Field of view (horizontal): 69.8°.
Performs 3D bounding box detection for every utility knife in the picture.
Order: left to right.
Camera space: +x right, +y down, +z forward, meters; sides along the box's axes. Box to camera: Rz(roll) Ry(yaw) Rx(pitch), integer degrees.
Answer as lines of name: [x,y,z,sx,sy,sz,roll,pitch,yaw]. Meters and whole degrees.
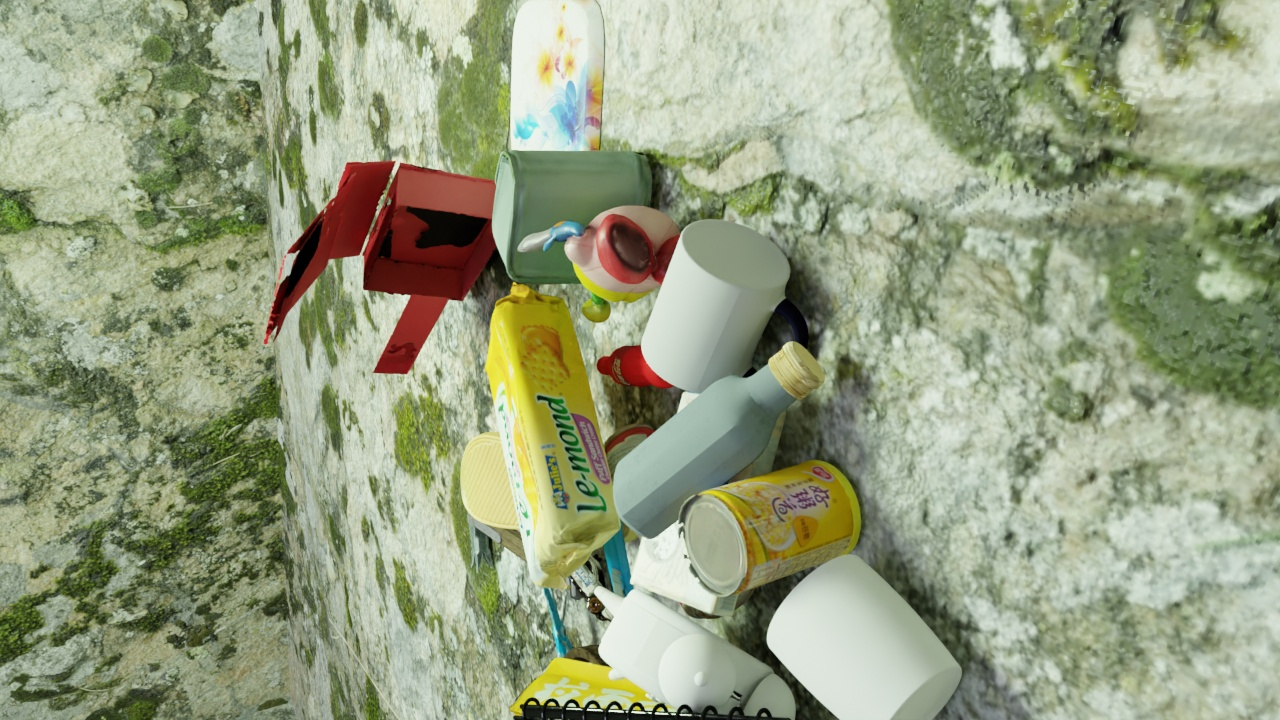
utility knife: [-0.015,0.206,0.839,0.031,0.015,0.209,15,126,45]

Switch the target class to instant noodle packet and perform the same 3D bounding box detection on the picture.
instant noodle packet: [-0.012,0.378,0.786,0.163,0.084,0.222,4,112,22]

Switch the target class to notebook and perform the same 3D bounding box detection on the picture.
notebook: [0.034,0.299,0.644,0.232,0.019,0.169,-14,119,37]

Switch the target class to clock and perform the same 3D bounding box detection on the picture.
clock: [0.031,0.233,0.683,0.072,0.125,0.161,-59,27,-12]

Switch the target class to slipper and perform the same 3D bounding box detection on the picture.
slipper: [-0.082,0.122,0.921,0.264,0.078,0.099,5,103,42]

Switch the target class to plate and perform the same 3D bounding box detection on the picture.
plate: [-0.089,-0.262,0.902,0.187,0.016,0.187,31,123,54]

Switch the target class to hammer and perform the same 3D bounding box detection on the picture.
hammer: [-0.141,0.217,1.085,0.317,0.028,0.147,10,106,59]

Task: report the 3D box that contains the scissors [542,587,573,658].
scissors: [-0.080,0.290,0.968,0.090,0.014,0.141,26,-133,-71]

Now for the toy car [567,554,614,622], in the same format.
toy car: [-0.050,0.216,0.911,0.113,0.040,0.048,48,172,25]

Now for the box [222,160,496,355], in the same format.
box: [-0.313,-0.127,1.028,0.212,0.314,0.124,-41,72,54]

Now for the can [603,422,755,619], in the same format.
can: [0.027,0.125,0.737,0.170,0.067,0.067,53,139,41]

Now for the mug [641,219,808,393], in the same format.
mug: [0.064,-0.028,0.643,0.112,0.078,0.097,35,131,17]

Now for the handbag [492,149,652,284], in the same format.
handbag: [-0.059,-0.126,0.774,0.067,0.121,0.106,-118,32,-47]

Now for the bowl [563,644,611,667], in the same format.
bowl: [-0.023,0.327,0.876,0.121,0.056,0.121,18,112,53]

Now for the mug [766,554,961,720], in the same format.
mug: [0.139,0.187,0.563,0.087,0.080,0.114,43,163,40]

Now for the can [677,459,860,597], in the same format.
can: [0.085,0.107,0.594,0.068,0.104,0.068,20,114,53]

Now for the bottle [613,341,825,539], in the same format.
bottle: [0.052,0.049,0.616,0.161,0.046,0.072,-41,20,22]

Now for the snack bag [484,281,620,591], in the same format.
snack bag: [-0.079,0.063,0.784,0.160,0.068,0.247,116,141,-65]

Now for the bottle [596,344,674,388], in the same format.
bottle: [-0.005,0.005,0.796,0.119,0.036,0.036,0,96,60]

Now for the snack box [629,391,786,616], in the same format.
snack box: [0.048,0.100,0.661,0.082,0.026,0.150,8,78,46]

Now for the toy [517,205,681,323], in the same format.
toy: [-0.022,-0.073,0.721,0.131,0.124,0.097,15,105,62]
